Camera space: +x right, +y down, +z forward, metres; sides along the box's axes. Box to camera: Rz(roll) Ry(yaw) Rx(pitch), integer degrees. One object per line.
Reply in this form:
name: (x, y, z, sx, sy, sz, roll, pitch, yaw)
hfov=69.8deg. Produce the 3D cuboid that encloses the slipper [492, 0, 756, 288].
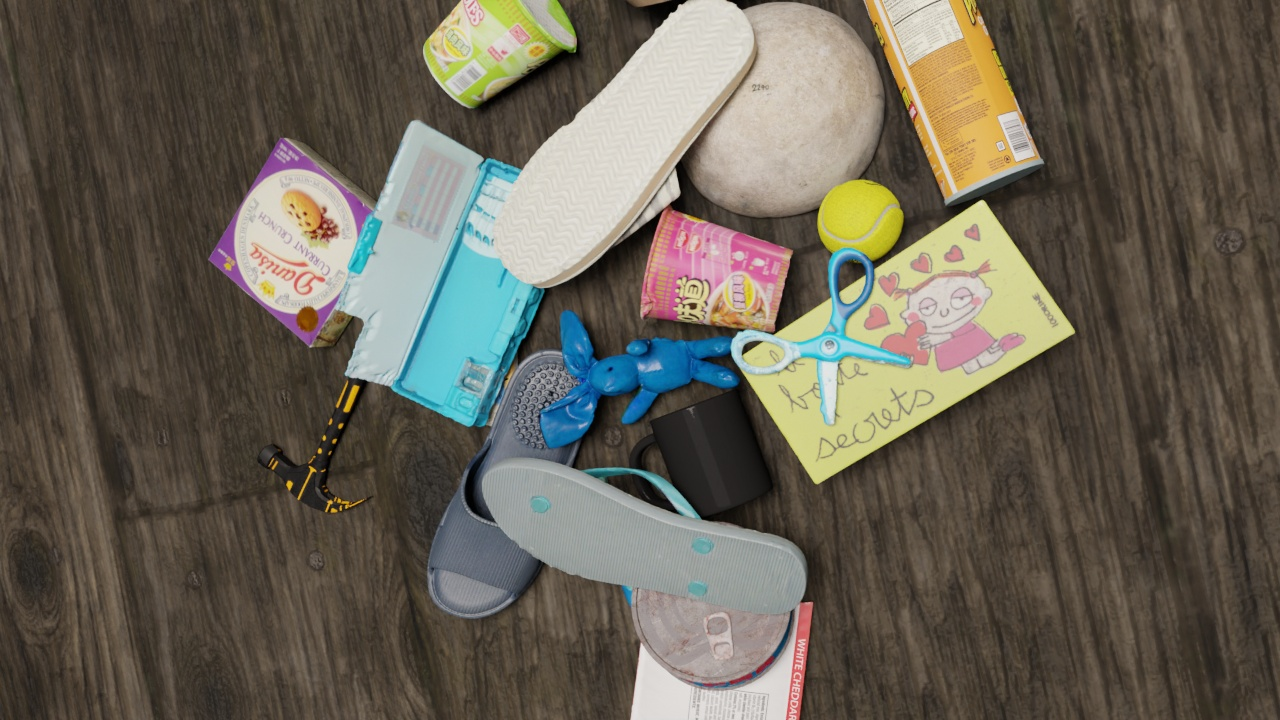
slipper: (-0.013, -0.168, 0.732, 0.273, 0.054, 0.114, -45, 62, 17)

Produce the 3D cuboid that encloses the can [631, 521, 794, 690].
can: (0.060, 0.202, 0.758, 0.130, 0.044, 0.129, -6, 62, 11)

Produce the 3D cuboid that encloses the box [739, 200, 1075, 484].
box: (0.200, -0.011, 0.719, 0.221, 0.082, 0.124, -31, 84, 14)

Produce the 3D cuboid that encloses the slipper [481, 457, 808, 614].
slipper: (0.002, 0.139, 0.741, 0.269, 0.054, 0.098, 17, 118, 11)

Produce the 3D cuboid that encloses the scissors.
scissors: (0.138, -0.021, 0.692, 0.134, 0.011, 0.139, 13, 95, 19)

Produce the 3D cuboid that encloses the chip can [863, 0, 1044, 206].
chip can: (0.230, -0.233, 0.701, 0.075, 0.075, 0.215, -22, 87, 16)

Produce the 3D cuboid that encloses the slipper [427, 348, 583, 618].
slipper: (-0.111, 0.118, 0.804, 0.101, 0.082, 0.264, 23, 96, -7)

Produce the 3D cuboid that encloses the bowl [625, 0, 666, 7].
bowl: (0.040, -0.329, 0.716, 0.162, 0.161, 0.070, -10, 115, 16)

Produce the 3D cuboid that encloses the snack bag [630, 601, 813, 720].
snack bag: (0.068, 0.261, 0.789, 0.144, 0.039, 0.130, 6, 86, 16)

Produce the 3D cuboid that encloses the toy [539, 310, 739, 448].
toy: (-0.005, 0.004, 0.771, 0.176, 0.071, 0.113, -10, 101, 11)

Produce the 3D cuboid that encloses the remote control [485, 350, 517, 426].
remote control: (-0.133, -0.002, 0.848, 0.038, 0.018, 0.125, -2, 90, 16)

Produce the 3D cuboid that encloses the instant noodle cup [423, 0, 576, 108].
instant noodle cup: (-0.127, -0.280, 0.797, 0.108, 0.098, 0.099, -31, 84, 23)

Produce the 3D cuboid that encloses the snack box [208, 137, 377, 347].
snack box: (-0.320, -0.112, 0.883, 0.143, 0.040, 0.148, 38, 102, 11)

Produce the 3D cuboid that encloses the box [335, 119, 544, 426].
box: (-0.170, -0.073, 0.810, 0.169, 0.086, 0.227, 23, 91, -18)

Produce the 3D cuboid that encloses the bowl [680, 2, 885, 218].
bowl: (0.105, -0.207, 0.737, 0.178, 0.081, 0.178, 1, 93, 14)

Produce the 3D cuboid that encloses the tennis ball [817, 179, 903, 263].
tennis ball: (0.174, -0.110, 0.728, 0.065, 0.065, 0.065, 1, 93, 16)

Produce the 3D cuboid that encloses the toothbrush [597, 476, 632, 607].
toothbrush: (-0.019, 0.161, 0.825, 0.022, 0.017, 0.135, -17, 91, 16)

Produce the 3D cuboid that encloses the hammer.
hammer: (-0.261, 0.001, 0.878, 0.123, 0.036, 0.321, 31, 103, 12)

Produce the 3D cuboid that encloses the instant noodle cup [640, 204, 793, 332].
instant noodle cup: (0.064, -0.069, 0.753, 0.109, 0.097, 0.098, 13, 96, 7)

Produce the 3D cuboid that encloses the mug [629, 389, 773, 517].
mug: (0.044, 0.084, 0.771, 0.114, 0.078, 0.088, -22, 87, 24)
